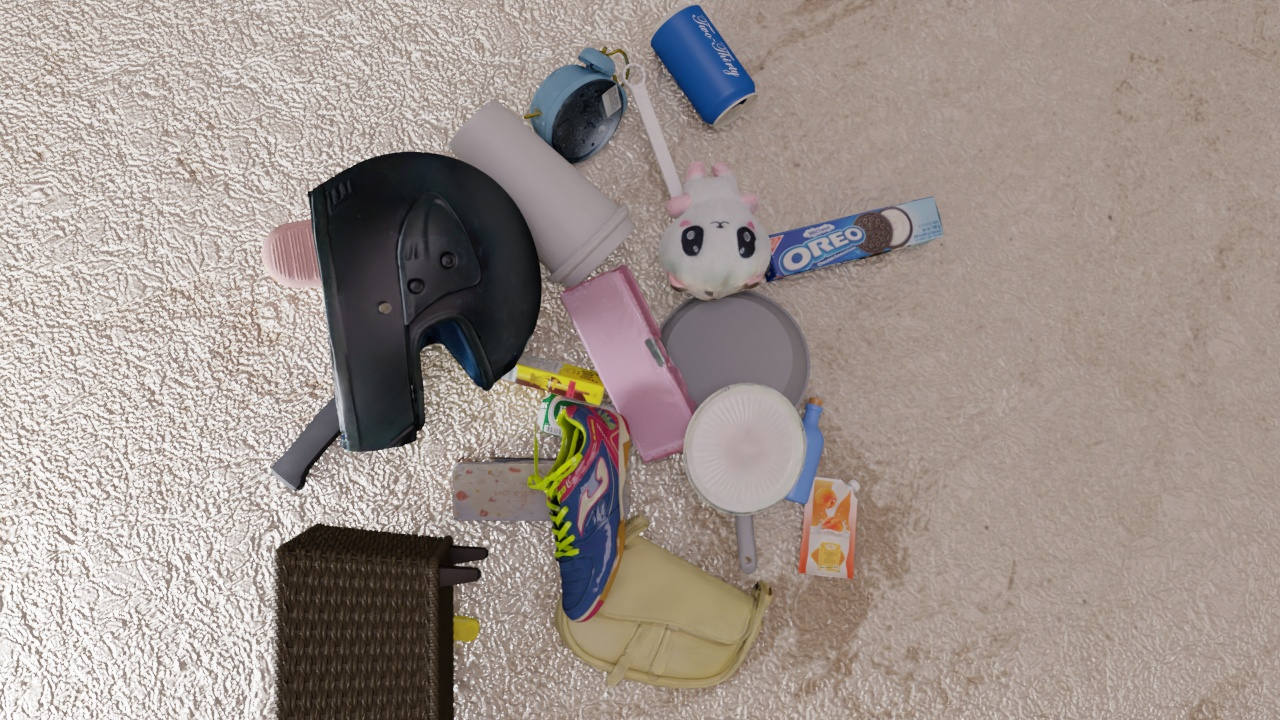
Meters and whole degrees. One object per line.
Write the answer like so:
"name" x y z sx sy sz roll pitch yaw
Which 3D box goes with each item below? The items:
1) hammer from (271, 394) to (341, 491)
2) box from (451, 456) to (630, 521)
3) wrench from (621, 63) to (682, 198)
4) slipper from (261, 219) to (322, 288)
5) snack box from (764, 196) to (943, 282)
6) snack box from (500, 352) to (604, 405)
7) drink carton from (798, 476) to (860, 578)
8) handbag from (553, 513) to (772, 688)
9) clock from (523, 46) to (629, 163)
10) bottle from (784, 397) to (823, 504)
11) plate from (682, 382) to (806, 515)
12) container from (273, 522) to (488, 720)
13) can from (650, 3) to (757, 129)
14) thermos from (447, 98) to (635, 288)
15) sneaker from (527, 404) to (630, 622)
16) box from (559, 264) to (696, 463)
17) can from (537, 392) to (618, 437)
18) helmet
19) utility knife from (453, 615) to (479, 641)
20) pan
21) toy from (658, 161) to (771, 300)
"hammer" -0.333 0.031 1.131 0.139 0.035 0.312 38 83 3
"box" -0.120 0.156 1.121 0.216 0.063 0.081 1 87 -2
"wrench" 0.035 -0.238 1.152 0.047 0.009 0.273 -25 102 -15
"slipper" -0.362 -0.136 1.125 0.196 0.082 0.093 -16 102 -27
"snack box" 0.267 -0.154 1.171 0.226 0.059 0.059 -13 88 -5
"snack box" -0.116 0.017 1.127 0.149 0.061 0.026 15 104 -1
"drink carton" 0.236 0.206 1.143 0.069 0.039 0.122 7 77 -1
"handbag" 0.024 0.302 1.093 0.233 0.089 0.190 28 80 1
"clock" -0.068 -0.320 1.144 0.162 0.118 0.060 -42 64 -11
"bottle" 0.202 0.110 1.142 0.048 0.048 0.131 17 83 -1
"plate" 0.122 0.104 1.078 0.156 0.014 0.157 -1 92 -17
"container" -0.276 0.350 1.014 0.205 0.176 0.321 0 89 -5
"can" 0.081 -0.377 1.174 0.079 0.079 0.146 -34 86 -6
"thermos" -0.122 -0.202 1.101 0.131 0.131 0.222 -46 99 -7
"sneaker" -0.077 0.170 1.038 0.091 0.116 0.241 15 71 -28
"box" -0.007 0.007 1.083 0.098 0.037 0.233 -23 101 27
"can" -0.074 0.072 1.129 0.101 0.053 0.053 13 83 -1
"helmet" -0.226 -0.070 1.007 0.235 0.249 0.316 -7 85 -17
"utility knife" -0.301 0.312 1.107 0.213 0.020 0.028 9 83 -3
"pan" 0.115 0.079 1.123 0.201 0.051 0.356 -6 76 6
"toy" 0.090 -0.160 1.127 0.139 0.101 0.179 -1 79 -5
